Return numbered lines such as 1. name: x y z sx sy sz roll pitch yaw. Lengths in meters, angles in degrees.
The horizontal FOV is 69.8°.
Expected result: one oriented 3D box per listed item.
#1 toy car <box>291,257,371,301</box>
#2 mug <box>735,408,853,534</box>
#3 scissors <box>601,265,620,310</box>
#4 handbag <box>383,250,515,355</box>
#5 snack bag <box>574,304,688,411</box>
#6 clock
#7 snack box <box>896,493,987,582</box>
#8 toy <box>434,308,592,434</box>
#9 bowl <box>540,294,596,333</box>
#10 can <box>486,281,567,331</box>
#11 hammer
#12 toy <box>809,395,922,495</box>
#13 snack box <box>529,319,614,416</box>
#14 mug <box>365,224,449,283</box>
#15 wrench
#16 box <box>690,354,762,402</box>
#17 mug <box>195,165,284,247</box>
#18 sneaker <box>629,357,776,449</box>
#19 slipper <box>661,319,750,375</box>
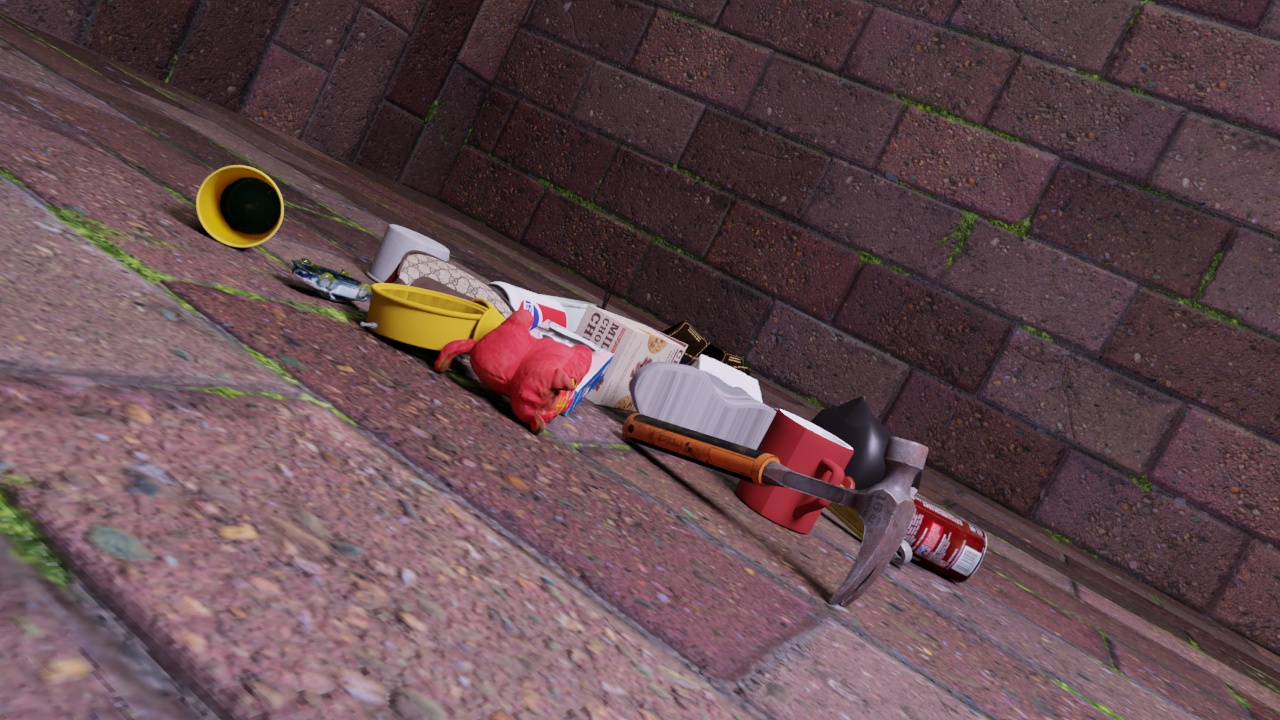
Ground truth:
1. toy car: -0.295 -0.073 0.871 0.039 0.027 0.089 33 7 24
2. mug: 0.159 0.116 0.915 0.080 0.096 0.116 25 6 -20
3. scissors: -0.058 -0.050 1.264 0.012 0.170 0.158 19 -31 -13
4. handbag: -0.198 -0.047 0.994 0.166 0.063 0.138 29 21 -30
5. snack bag: -0.007 0.007 1.132 0.070 0.094 0.206 30 7 28
6. clock: -0.185 -0.036 0.863 0.151 0.052 0.113 12 9 -20
7. snack box: 0.331 0.201 1.068 0.121 0.072 0.072 28 6 -4
8. toy: -0.113 0.008 0.789 0.133 0.088 0.094 15 24 -1
9. bowl: -0.123 -0.057 1.273 0.117 0.061 0.117 8 5 -1
10. can: -0.150 -0.053 1.135 0.070 0.070 0.132 30 7 25
11. hammer: 0.093 0.105 0.812 0.035 0.137 0.315 21 -5 -43
12. toy: 0.304 0.131 1.209 0.184 0.140 0.159 23 8 -41
13. snack box: -0.089 0.004 0.957 0.088 0.033 0.154 27 18 4
14. mug: -0.272 -0.115 1.132 0.113 0.070 0.084 22 8 -28
15. wrench: 0.215 0.145 1.072 0.018 0.084 0.273 -8 32 -33
16. box: 0.085 0.058 1.279 0.107 0.132 0.151 26 37 -27
17. mug: -0.398 -0.157 0.931 0.078 0.078 0.121 25 2 -19
18. sneaker: 0.058 0.048 1.069 0.236 0.099 0.089 24 4 -42
19. slipper: 0.050 -0.009 1.326 0.267 0.075 0.113 14 -27 -39
